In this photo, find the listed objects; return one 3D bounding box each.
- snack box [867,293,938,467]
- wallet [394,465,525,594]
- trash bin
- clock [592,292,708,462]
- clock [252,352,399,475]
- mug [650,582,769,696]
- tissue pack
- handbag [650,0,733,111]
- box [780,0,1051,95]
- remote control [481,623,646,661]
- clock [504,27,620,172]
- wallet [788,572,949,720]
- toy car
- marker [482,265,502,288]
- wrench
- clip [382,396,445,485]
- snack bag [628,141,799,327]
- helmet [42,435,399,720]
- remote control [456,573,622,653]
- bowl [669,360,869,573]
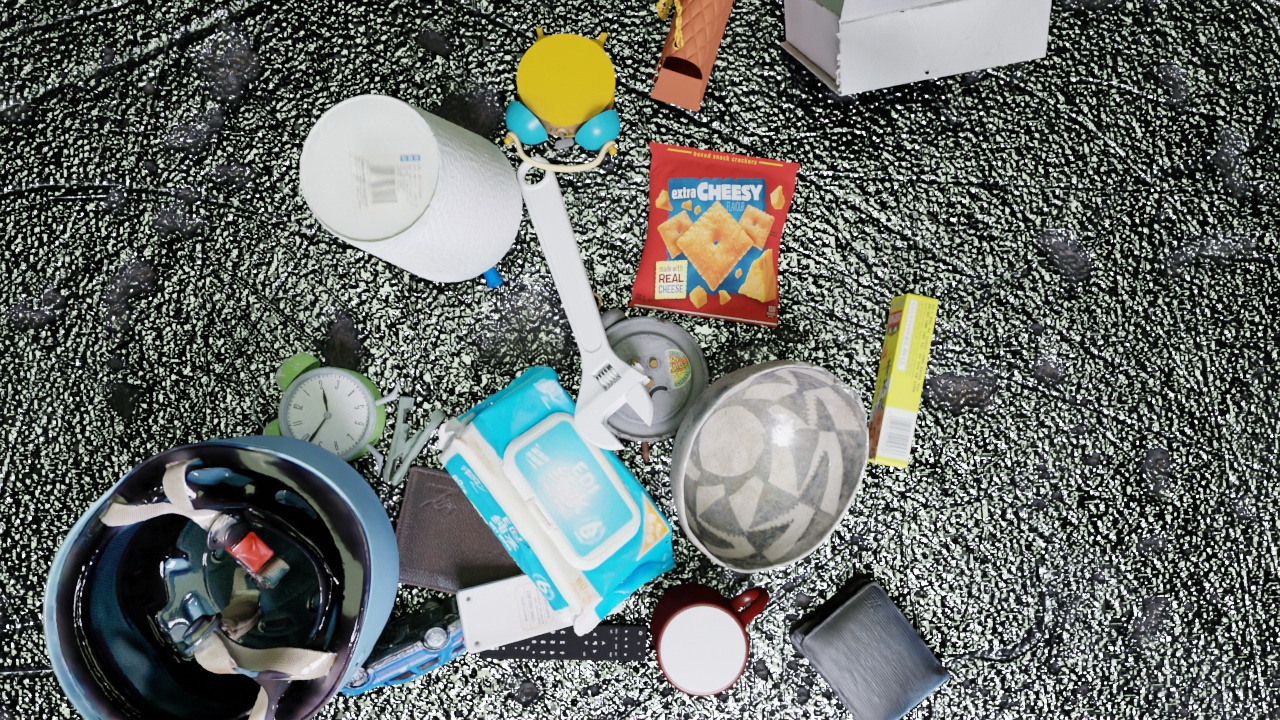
[{"bbox_3d":[0.223,0.017,0.791,0.029,0.040,0.148,12,87,-2],"label":"snack box"},{"bbox_3d":[-0.147,0.148,0.777,0.120,0.031,0.099,13,83,-1],"label":"wallet"},{"bbox_3d":[-0.177,-0.133,0.713,0.133,0.161,0.133,0,91,8],"label":"trash bin"},{"bbox_3d":[-0.005,0.005,0.776,0.104,0.056,0.148,-36,91,-3],"label":"clock"},{"bbox_3d":[-0.266,0.045,0.771,0.119,0.042,0.094,13,85,-2],"label":"clock"},{"bbox_3d":[0.061,0.218,0.752,0.105,0.082,0.073,-30,88,-4],"label":"mug"},{"bbox_3d":[-0.064,0.113,0.748,0.116,0.066,0.209,-36,90,-33],"label":"tissue pack"},{"bbox_3d":[0.051,-0.314,0.768,0.060,0.109,0.172,18,86,-1],"label":"handbag"},{"bbox_3d":[0.213,-0.301,0.655,0.167,0.339,0.160,-12,77,-4],"label":"box"},{"bbox_3d":[-0.065,0.240,0.783,0.140,0.009,0.030,2,87,-2],"label":"remote control"},{"bbox_3d":[-0.065,-0.225,0.794,0.099,0.044,0.129,4,80,-2],"label":"clock"},{"bbox_3d":[0.197,0.252,0.784,0.089,0.026,0.115,-39,89,-5],"label":"wallet"},{"bbox_3d":[-0.195,0.238,0.756,0.120,0.056,0.043,-22,111,-8],"label":"toy car"},{"bbox_3d":[-0.156,-0.128,0.799,0.013,0.013,0.142,-26,88,-3],"label":"marker"},{"bbox_3d":[-0.054,-0.055,0.760,0.066,0.018,0.273,-22,71,8],"label":"wrench"},{"bbox_3d":[-0.199,0.070,0.782,0.057,0.023,0.076,21,84,1],"label":"clip"},{"bbox_3d":[0.063,-0.108,0.792,0.131,0.039,0.144,8,87,-1],"label":"snack bag"},{"bbox_3d":[-0.302,0.175,0.699,0.266,0.166,0.225,-32,86,5],"label":"helmet"},{"bbox_3d":[-0.082,0.200,0.763,0.135,0.011,0.050,-10,87,-23],"label":"remote control"},{"bbox_3d":[0.093,0.078,0.755,0.178,0.081,0.178,-7,106,-25],"label":"bowl"}]
